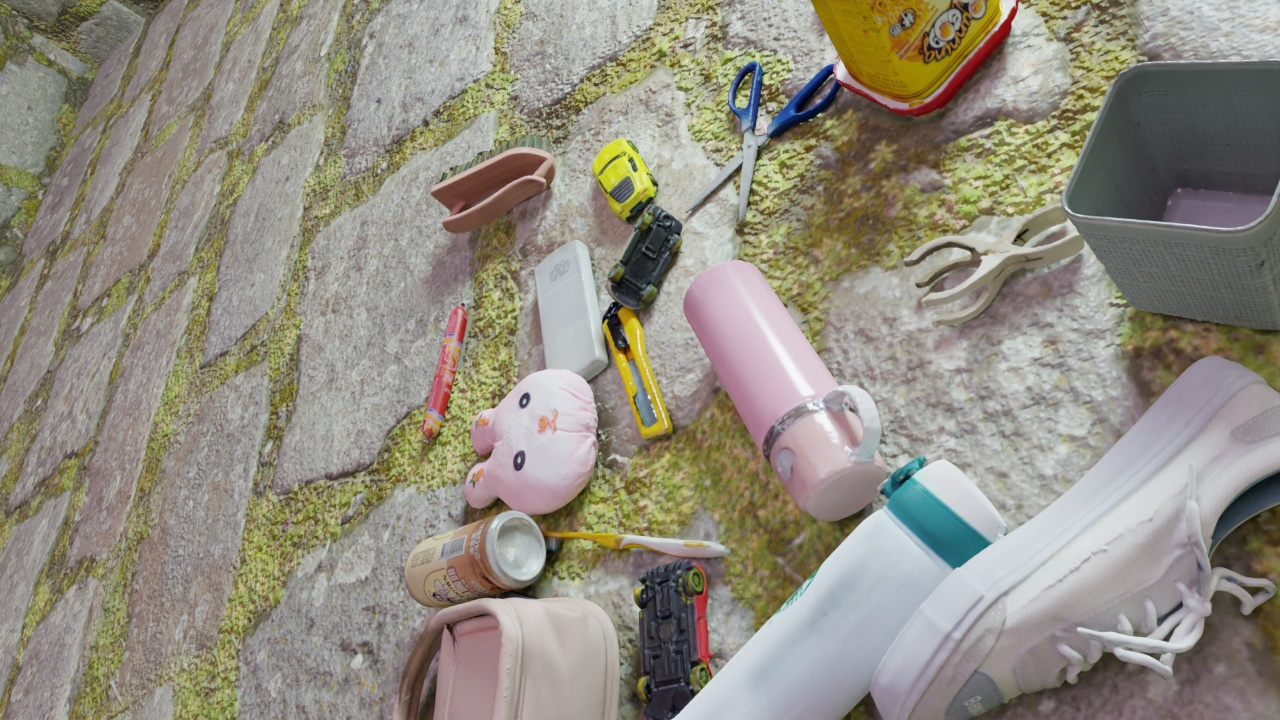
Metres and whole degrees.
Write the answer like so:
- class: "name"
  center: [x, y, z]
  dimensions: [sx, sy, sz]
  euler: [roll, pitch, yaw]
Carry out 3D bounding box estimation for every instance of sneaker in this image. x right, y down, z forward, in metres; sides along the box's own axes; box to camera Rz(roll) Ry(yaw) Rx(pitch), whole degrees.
- class: "sneaker"
  center: [0.221, 0.109, 0.429]
  dimensions: [0.242, 0.089, 0.090]
  euler: [-43, 48, 4]

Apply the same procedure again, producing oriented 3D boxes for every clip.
- class: "clip"
  center: [0.218, -0.049, 0.564]
  dimensions: [0.105, 0.035, 0.083]
  euler: [-8, 56, 30]

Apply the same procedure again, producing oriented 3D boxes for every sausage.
- class: "sausage"
  center: [-0.192, 0.011, 0.904]
  dimensions: [0.020, 0.020, 0.155]
  euler: [-13, 58, 37]

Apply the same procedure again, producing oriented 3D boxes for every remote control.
- class: "remote control"
  center: [-0.063, -0.041, 0.818]
  dimensions: [0.058, 0.021, 0.149]
  euler: [-31, 48, 24]

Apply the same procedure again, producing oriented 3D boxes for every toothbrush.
- class: "toothbrush"
  center: [-0.013, 0.136, 0.669]
  dimensions: [0.192, 0.016, 0.018]
  euler: [-5, 73, 40]

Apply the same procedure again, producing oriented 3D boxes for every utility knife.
- class: "utility knife"
  center: [-0.004, 0.004, 0.741]
  dimensions: [0.033, 0.015, 0.153]
  euler: [-40, 45, 20]

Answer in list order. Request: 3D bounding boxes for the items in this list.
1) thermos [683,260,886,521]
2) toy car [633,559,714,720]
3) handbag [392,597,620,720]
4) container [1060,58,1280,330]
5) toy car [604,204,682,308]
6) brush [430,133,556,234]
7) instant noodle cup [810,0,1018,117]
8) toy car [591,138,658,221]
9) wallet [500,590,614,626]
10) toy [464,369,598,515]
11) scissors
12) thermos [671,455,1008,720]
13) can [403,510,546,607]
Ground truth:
- class: "thermos"
  center: [0.094, 0.008, 0.605]
  dimensions: [0.198, 0.067, 0.087]
  euler: [-115, 33, -45]
- class: "toy car"
  center: [0.023, 0.183, 0.594]
  dimensions: [0.049, 0.031, 0.106]
  euler: [-25, 50, 30]
- class: "handbag"
  center: [-0.119, 0.258, 0.634]
  dimensions: [0.235, 0.093, 0.193]
  euler: [-14, 66, 50]
- class: "container"
  center: [0.284, -0.077, 0.459]
  dimensions: [0.090, 0.114, 0.090]
  euler: [19, 78, 47]
- class: "toy car"
  center: [0.001, -0.085, 0.773]
  dimensions: [0.090, 0.042, 0.035]
  euler: [-64, 19, -16]
- class: "brush"
  center: [-0.147, -0.181, 0.951]
  dimensions: [0.146, 0.063, 0.072]
  euler: [-16, 51, 33]
- class: "instant noodle cup"
  center: [0.183, -0.258, 0.655]
  dimensions: [0.116, 0.123, 0.116]
  euler: [-48, 42, 7]
- class: "toy car"
  center: [-0.019, -0.173, 0.853]
  dimensions: [0.048, 0.032, 0.105]
  euler: [-40, 43, 16]
- class: "wallet"
  center: [-0.077, 0.226, 0.670]
  dimensions: [0.121, 0.019, 0.097]
  euler: [2, 67, 44]
- class: "toy"
  center: [-0.096, 0.072, 0.758]
  dimensions: [0.160, 0.054, 0.121]
  euler: [-22, 58, 40]
- class: "scissors"
  center: [0.100, -0.193, 0.773]
  dimensions: [0.175, 0.012, 0.162]
  euler: [-31, 49, 26]
- class: "thermos"
  center: [0.108, 0.151, 0.512]
  dimensions: [0.224, 0.073, 0.073]
  euler: [-49, 43, 7]
- class: "can"
  center: [-0.131, 0.158, 0.721]
  dimensions: [0.117, 0.058, 0.058]
  euler: [-24, 50, 38]
